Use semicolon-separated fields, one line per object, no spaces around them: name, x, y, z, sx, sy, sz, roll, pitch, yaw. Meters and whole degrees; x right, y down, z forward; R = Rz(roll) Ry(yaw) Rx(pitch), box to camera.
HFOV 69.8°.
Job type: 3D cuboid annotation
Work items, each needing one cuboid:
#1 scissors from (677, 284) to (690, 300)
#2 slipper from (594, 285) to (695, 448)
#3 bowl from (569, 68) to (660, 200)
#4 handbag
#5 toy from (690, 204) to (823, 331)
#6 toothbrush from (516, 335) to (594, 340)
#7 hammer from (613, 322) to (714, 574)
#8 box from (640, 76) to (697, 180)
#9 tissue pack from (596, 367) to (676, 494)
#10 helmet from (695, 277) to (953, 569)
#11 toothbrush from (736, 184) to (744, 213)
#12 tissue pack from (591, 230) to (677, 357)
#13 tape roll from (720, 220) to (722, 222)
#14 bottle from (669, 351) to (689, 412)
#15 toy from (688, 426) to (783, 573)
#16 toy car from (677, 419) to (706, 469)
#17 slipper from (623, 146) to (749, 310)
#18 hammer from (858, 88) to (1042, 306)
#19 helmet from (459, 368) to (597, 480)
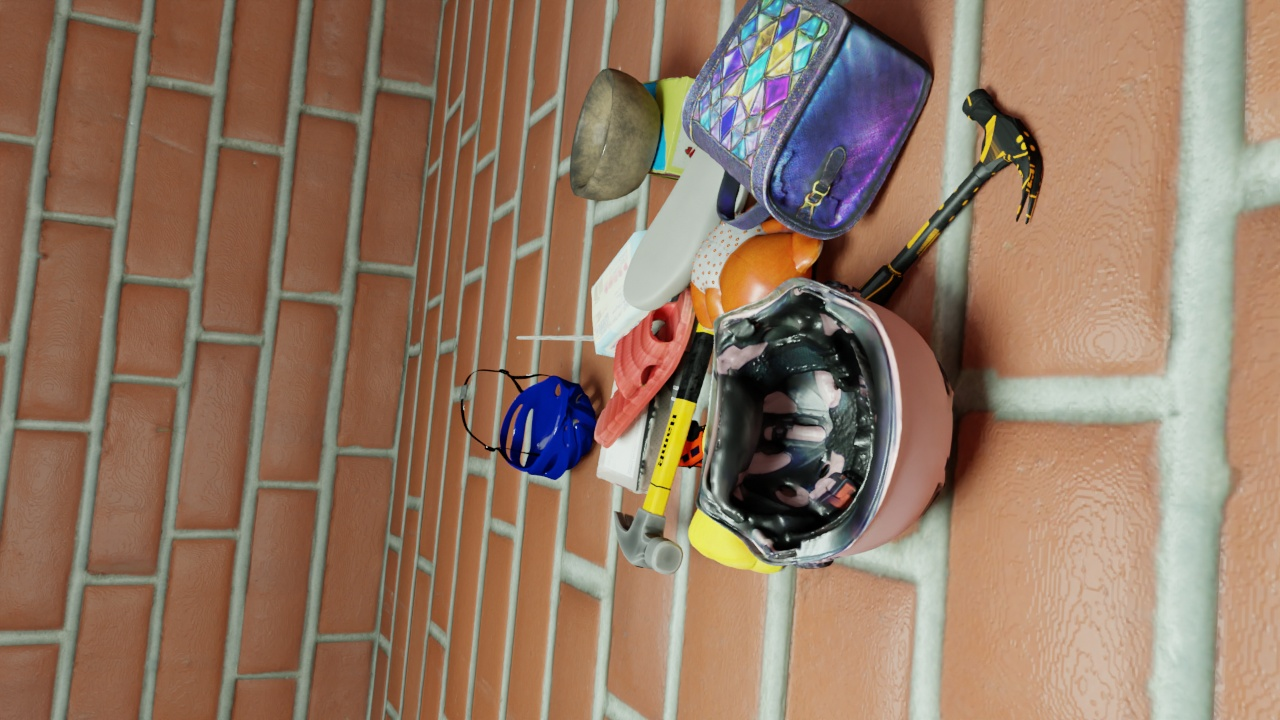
scissors;0.058;-0.153;1.201;0.134;0.016;0.228;-170;89;-66
slipper;-0.007;0.007;1.120;0.249;0.059;0.103;-57;15;30
bowl;-0.030;-0.277;1.153;0.162;0.070;0.162;-170;91;-69
handbag;0.142;-0.226;0.878;0.222;0.125;0.204;-59;33;20
toy;0.121;-0.088;0.937;0.164;0.093;0.172;-51;24;7
toothbrush;-0.083;-0.028;1.274;0.010;0.181;0.010;113;149;-44
hammer;0.041;0.075;1.042;0.170;0.034;0.324;-176;104;-71
box;0.043;-0.296;1.186;0.221;0.082;0.124;-145;68;-69
tissue pack;0.002;0.078;1.219;0.104;0.071;0.181;14;98;50
helmet;0.161;0.057;0.762;0.256;0.152;0.229;-16;67;61
toothbrush;0.118;-0.263;1.101;0.015;0.015;0.184;164;112;-64
tissue pack;-0.006;-0.086;1.220;0.182;0.070;0.112;137;136;-54
tape roll;0.071;-0.165;1.149;0.093;0.013;0.093;-17;67;46
bottle;0.054;0.046;1.141;0.030;0.030;0.113;-158;76;-65
toy;0.102;0.119;0.955;0.134;0.087;0.194;-150;68;-67
toy car;0.068;0.104;1.070;0.100;0.051;0.048;136;137;-54
slipper;0.080;-0.166;1.063;0.113;0.080;0.266;31;95;56
hammer;0.225;-0.077;0.805;0.322;0.036;0.123;-56;37;41
helmet;-0.180;0.093;1.401;0.242;0.227;0.147;-36;42;56
